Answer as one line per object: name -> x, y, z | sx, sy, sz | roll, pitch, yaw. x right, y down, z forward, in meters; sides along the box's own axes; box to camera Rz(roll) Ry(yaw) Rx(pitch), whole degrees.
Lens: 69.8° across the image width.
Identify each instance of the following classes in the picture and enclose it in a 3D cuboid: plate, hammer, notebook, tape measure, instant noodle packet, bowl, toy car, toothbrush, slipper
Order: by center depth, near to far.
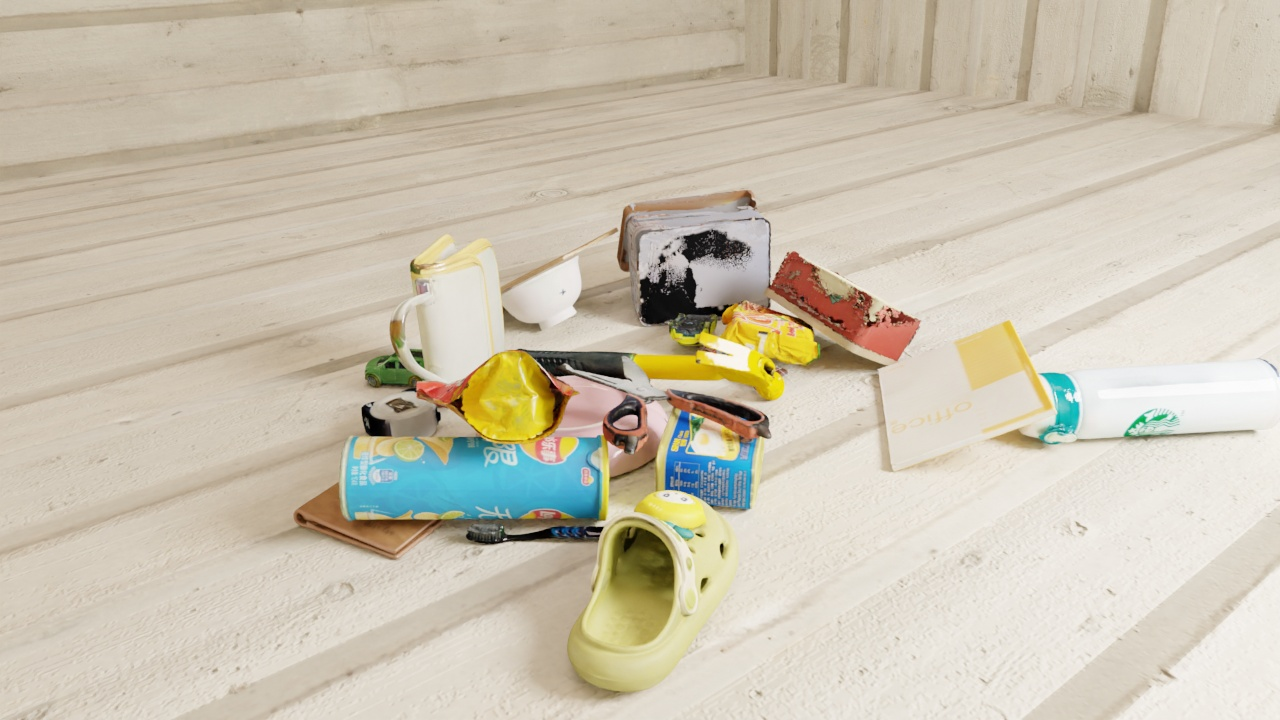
slipper -> 0.012, 0.144, 0.641 | 0.092, 0.082, 0.190 | 9, 29, 19
toothbrush -> -0.047, 0.138, 0.739 | 0.189, 0.016, 0.014 | -1, 35, 2
notebook -> 0.302, 0.028, 0.879 | 0.146, 0.010, 0.205 | -23, 18, 20
plate -> -0.067, 0.056, 0.895 | 0.192, 0.039, 0.192 | -2, 24, 1
tape measure -> -0.237, 0.057, 0.920 | 0.065, 0.034, 0.066 | -25, 32, -37
hammer -> -0.006, 0.006, 0.965 | 0.301, 0.032, 0.128 | 1, -19, 27
instant noodle packet -> 0.144, -0.031, 1.027 | 0.111, 0.044, 0.128 | 11, 15, 5
toy car -> -0.266, 0.008, 1.033 | 0.091, 0.036, 0.043 | -2, 25, 11
toy car -> 0.064, -0.037, 1.101 | 0.048, 0.032, 0.105 | 2, 13, 12
bowl -> -0.117, -0.077, 1.151 | 0.118, 0.065, 0.118 | -27, 8, 4
notebook -> -0.140, -0.115, 1.204 | 0.208, 0.008, 0.147 | -22, 10, 33

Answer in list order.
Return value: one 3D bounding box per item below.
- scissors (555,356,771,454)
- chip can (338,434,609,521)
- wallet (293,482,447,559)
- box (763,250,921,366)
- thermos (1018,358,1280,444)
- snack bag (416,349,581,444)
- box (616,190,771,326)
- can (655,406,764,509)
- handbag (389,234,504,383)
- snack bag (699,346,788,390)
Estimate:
scissors -> 0.014, 0.035, 0.809 | 0.189, 0.015, 0.224 | 4, 20, -2
chip can -> -0.132, 0.096, 0.751 | 0.210, 0.071, 0.071 | 0, 24, -5
wallet -> -0.219, 0.124, 0.787 | 0.115, 0.020, 0.101 | 12, 29, 25
box -> 0.228, -0.068, 1.036 | 0.091, 0.078, 0.168 | 17, 16, -39
thermos -> 0.462, 0.039, 0.845 | 0.224, 0.073, 0.073 | -3, 24, 0
snack bag -> -0.125, 0.027, 0.796 | 0.128, 0.073, 0.208 | -6, 2, -16
box -> 0.064, -0.148, 1.209 | 0.182, 0.150, 0.166 | -6, 22, -7
can -> 0.063, 0.084, 0.798 | 0.083, 0.057, 0.101 | 5, 25, 11
handbag -> -0.201, -0.033, 0.960 | 0.063, 0.163, 0.178 | 5, 27, 14
snack bag -> 0.112, 0.003, 1.011 | 0.048, 0.026, 0.104 | -25, 31, -23
